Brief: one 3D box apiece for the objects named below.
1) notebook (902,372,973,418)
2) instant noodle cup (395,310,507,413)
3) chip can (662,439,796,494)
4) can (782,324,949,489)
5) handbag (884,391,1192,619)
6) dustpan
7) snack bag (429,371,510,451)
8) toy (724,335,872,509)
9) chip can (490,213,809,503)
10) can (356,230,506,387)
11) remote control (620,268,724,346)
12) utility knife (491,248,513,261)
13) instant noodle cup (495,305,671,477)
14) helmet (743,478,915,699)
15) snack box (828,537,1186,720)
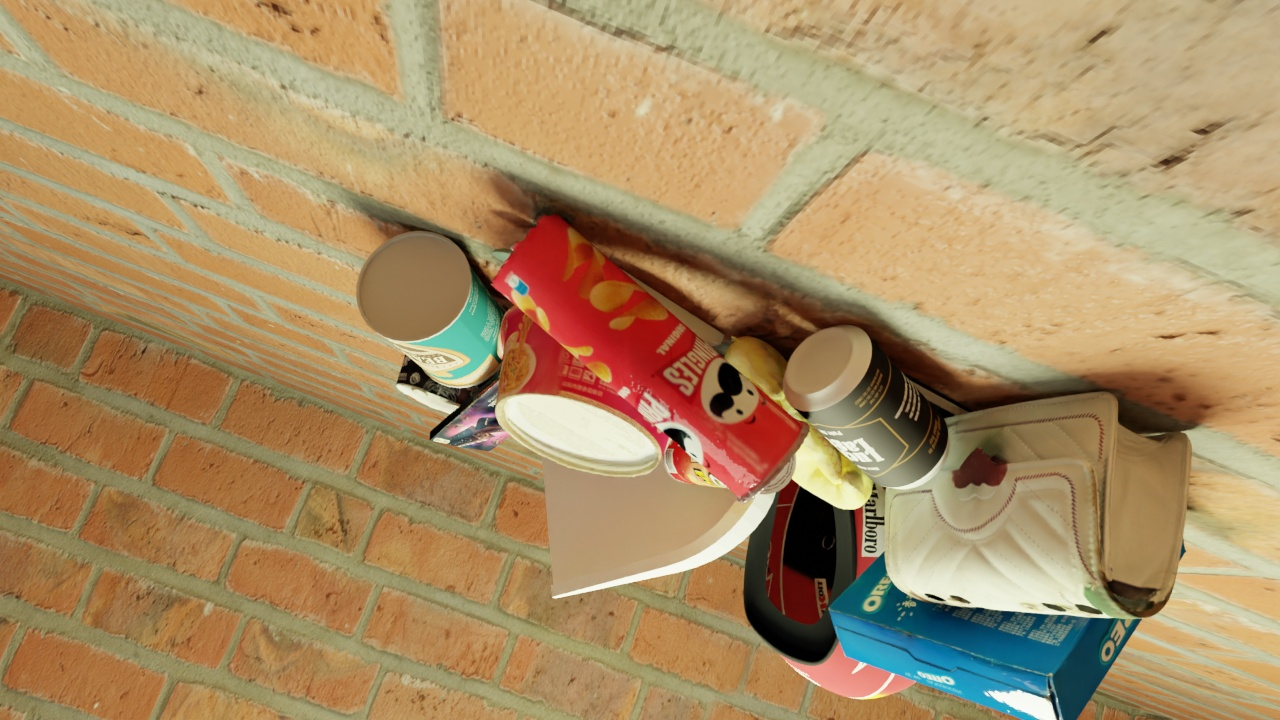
[{"bbox_3d":[0.245,0.060,0.796,0.206,0.016,0.149,26,164,-21],"label":"notebook"},{"bbox_3d":[-0.190,-0.001,0.980,0.137,0.112,0.137,19,167,4],"label":"instant noodle cup"},{"bbox_3d":[0.068,0.083,0.783,0.052,0.051,0.215,23,170,-9],"label":"chip can"},{"bbox_3d":[0.164,0.035,0.662,0.128,0.071,0.072,40,158,-32],"label":"can"},{"bbox_3d":[0.270,0.108,0.656,0.096,0.141,0.199,27,158,-19],"label":"handbag"},{"bbox_3d":[0.009,0.119,0.938,0.258,0.191,0.053,-16,154,16],"label":"dustpan"},{"bbox_3d":[-0.143,0.049,0.916,0.074,0.018,0.156,15,141,-38],"label":"snack bag"},{"bbox_3d":[0.123,0.048,0.750,0.170,0.064,0.155,51,180,-6],"label":"toy"},{"bbox_3d":[0.005,-0.004,0.636,0.233,0.073,0.073,41,165,-1],"label":"chip can"},{"bbox_3d":[-0.182,-0.042,0.835,0.099,0.099,0.144,17,166,12],"label":"can"},{"bbox_3d":[-0.001,-0.041,0.738,0.143,0.024,0.050,30,163,-32],"label":"remote control"},{"bbox_3d":[-0.017,-0.030,0.719,0.225,0.015,0.031,33,163,-23],"label":"utility knife"},{"bbox_3d":[-0.041,0.031,0.742,0.179,0.077,0.179,14,152,7],"label":"instant noodle cup"},{"bbox_3d":[0.240,0.213,0.963,0.224,0.271,0.198,4,-174,-32],"label":"helmet"},{"bbox_3d":[0.307,0.184,0.770,0.196,0.238,0.056,4,120,50],"label":"snack box"}]
